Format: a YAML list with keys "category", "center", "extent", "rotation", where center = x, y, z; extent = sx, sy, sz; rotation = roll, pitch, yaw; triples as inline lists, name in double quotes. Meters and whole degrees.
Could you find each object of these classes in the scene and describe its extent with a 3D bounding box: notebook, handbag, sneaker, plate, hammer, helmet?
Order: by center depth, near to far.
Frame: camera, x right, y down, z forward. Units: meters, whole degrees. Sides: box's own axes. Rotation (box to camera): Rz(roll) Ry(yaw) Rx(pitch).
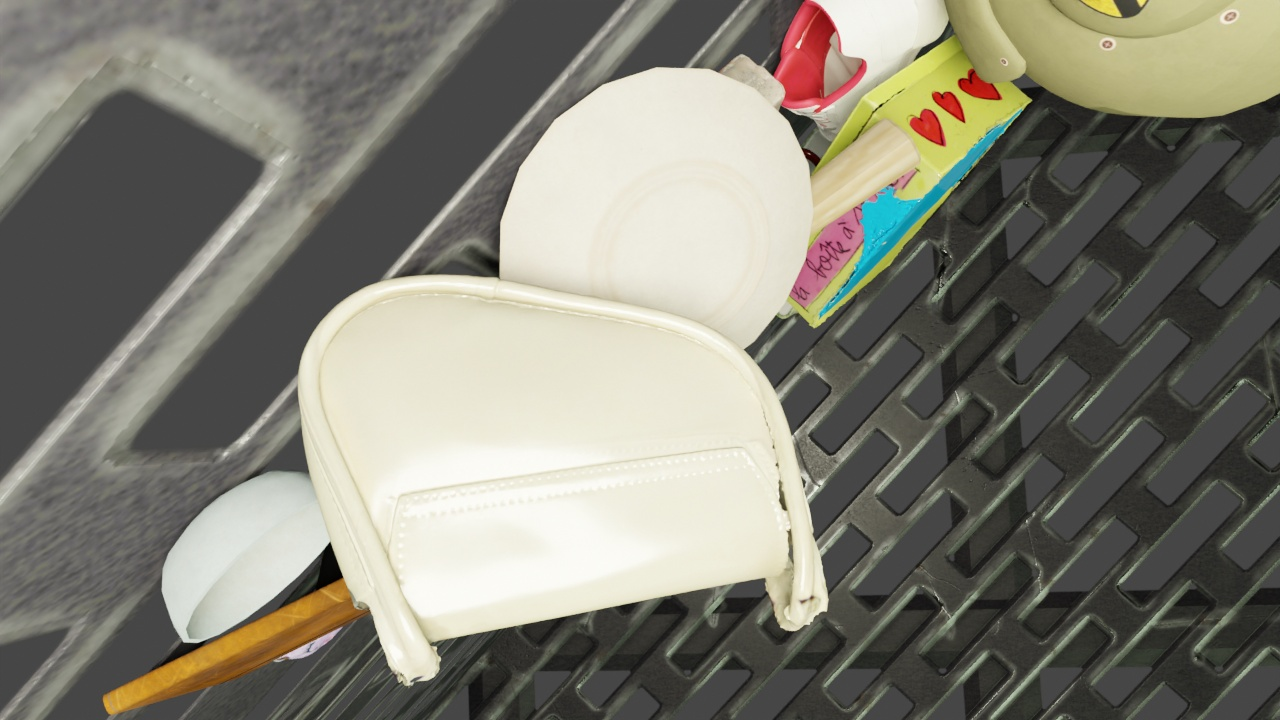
- category: "handbag"
  center: [-0.042, 0.061, 0.462]
  extent: [0.229, 0.183, 0.132]
  rotation: [-6, 157, -10]
- category: "helmet"
  center: [0.274, -0.254, 0.495]
  extent: [0.249, 0.255, 0.233]
  rotation: [-42, 166, -24]
- category: "plate"
  center: [0.017, -0.062, 0.505]
  extent: [0.189, 0.188, 0.027]
  rotation: [-49, -146, 6]
- category: "hammer"
  center: [0.035, -0.044, 0.592]
  extent: [0.323, 0.117, 0.051]
  rotation: [-36, 132, 8]
- category: "notebook"
  center: [-0.198, 0.165, 0.629]
  extent: [0.249, 0.014, 0.178]
  rotation: [-26, 169, -3]
- category: "sneaker"
  center: [0.143, -0.217, 0.689]
  extent: [0.104, 0.090, 0.237]
  rotation: [-31, 175, -3]

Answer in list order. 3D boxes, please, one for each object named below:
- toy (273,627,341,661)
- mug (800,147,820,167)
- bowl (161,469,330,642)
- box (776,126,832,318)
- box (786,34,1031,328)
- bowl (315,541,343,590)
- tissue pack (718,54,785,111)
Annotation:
- category: "toy"
  center: [-0.256, 0.207, 0.750]
  extent: [0.099, 0.036, 0.080]
  rotation: [-46, 175, -19]
- category: "mug"
  center: [0.145, -0.164, 0.892]
  extent: [0.105, 0.082, 0.073]
  rotation: [-44, 170, -22]
- category: "bowl"
  center: [-0.209, 0.096, 0.487]
  extent: [0.106, 0.039, 0.106]
  rotation: [-46, 171, -10]
- category: "box"
  center: [0.189, -0.156, 1.039]
  extent: [0.050, 0.117, 0.206]
  rotation: [-26, 155, -55]
- category: "box"
  center: [0.182, -0.130, 0.704]
  extent: [0.124, 0.082, 0.221]
  rotation: [-39, 167, -25]
- category: "bowl"
  center: [-0.176, 0.116, 0.640]
  extent: [0.124, 0.052, 0.124]
  rotation: [-25, 169, -5]
- category: "tissue pack"
  center: [0.045, -0.124, 0.667]
  extent: [0.103, 0.071, 0.182]
  rotation: [-45, 174, -18]
